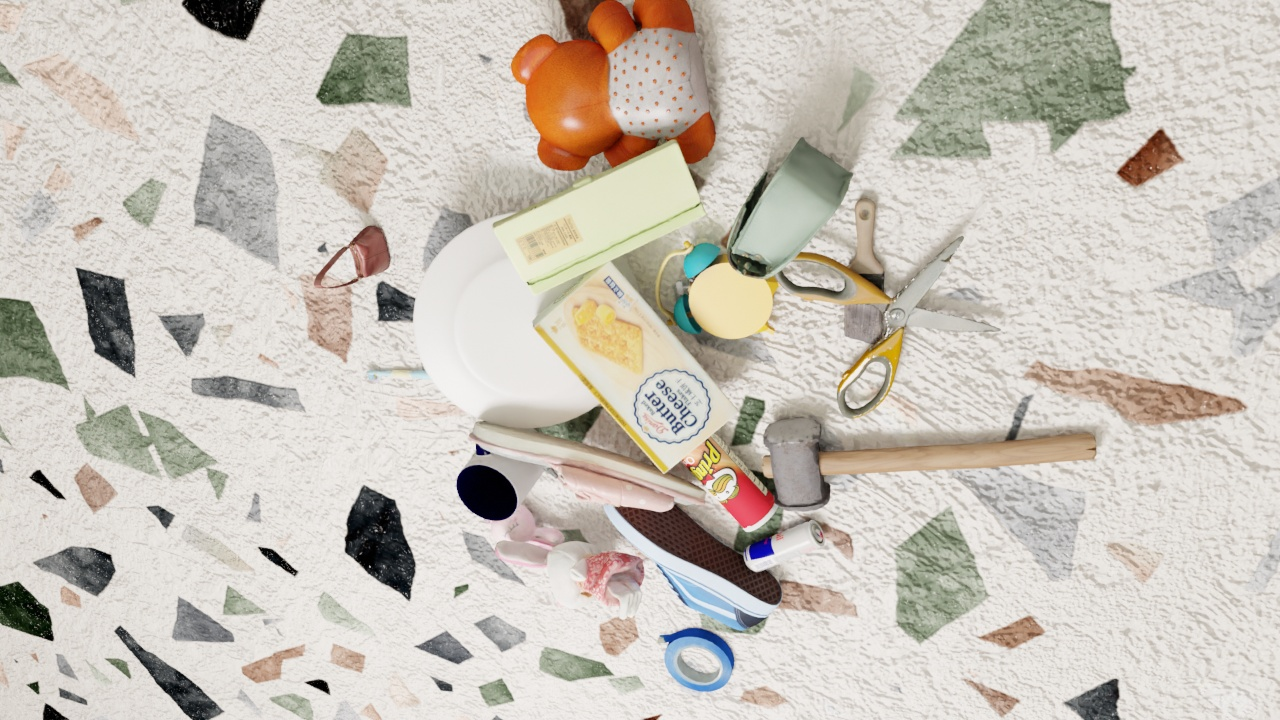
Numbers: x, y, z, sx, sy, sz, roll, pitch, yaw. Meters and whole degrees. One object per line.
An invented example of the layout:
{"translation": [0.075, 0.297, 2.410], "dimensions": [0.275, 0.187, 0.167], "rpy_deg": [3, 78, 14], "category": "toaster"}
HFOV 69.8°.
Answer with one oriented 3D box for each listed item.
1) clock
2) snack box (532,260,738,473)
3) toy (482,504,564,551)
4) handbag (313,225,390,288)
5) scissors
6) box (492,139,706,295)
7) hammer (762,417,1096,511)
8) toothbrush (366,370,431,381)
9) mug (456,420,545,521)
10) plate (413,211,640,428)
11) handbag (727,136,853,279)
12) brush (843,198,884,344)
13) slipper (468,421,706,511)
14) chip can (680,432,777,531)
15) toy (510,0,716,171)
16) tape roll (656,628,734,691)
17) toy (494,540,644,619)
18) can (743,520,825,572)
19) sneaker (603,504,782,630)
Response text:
{"translation": [0.079, -0.068, 0.934], "dimensions": [0.130, 0.043, 0.099], "rpy_deg": [13, 121, 5], "category": "clock"}
{"translation": [-0.006, 0.005, 0.942], "dimensions": [0.104, 0.057, 0.208], "rpy_deg": [-40, 101, 4], "category": "snack box"}
{"translation": [-0.151, 0.217, 1.165], "dimensions": [0.110, 0.047, 0.064], "rpy_deg": [24, 134, 1], "category": "toy"}
{"translation": [-0.321, -0.105, 1.011], "dimensions": [0.029, 0.119, 0.055], "rpy_deg": [2, 117, 19], "category": "handbag"}
{"translation": [0.224, -0.042, 0.894], "dimensions": [0.230, 0.016, 0.226], "rpy_deg": [28, 123, 0], "category": "scissors"}
{"translation": [-0.033, -0.126, 0.869], "dimensions": [0.188, 0.127, 0.066], "rpy_deg": [-24, 70, 4], "category": "box"}
{"translation": [0.289, 0.101, 0.949], "dimensions": [0.329, 0.052, 0.098], "rpy_deg": [-5, 115, 19], "category": "hammer"}
{"translation": [-0.266, 0.019, 1.119], "dimensions": [0.155, 0.016, 0.022], "rpy_deg": [0, 149, 20], "category": "toothbrush"}
{"translation": [-0.165, 0.116, 1.086], "dimensions": [0.079, 0.096, 0.112], "rpy_deg": [-2, 116, 21], "category": "mug"}
{"translation": [-0.115, -0.036, 0.967], "dimensions": [0.242, 0.016, 0.243], "rpy_deg": [-4, 112, -10], "category": "plate"}
{"translation": [0.130, -0.138, 0.829], "dimensions": [0.067, 0.121, 0.106], "rpy_deg": [37, 123, -2], "category": "handbag"}
{"translation": [0.218, -0.084, 0.891], "dimensions": [0.039, 0.012, 0.151], "rpy_deg": [4, 119, 17], "category": "brush"}
{"translation": [-0.060, 0.126, 1.022], "dimensions": [0.274, 0.114, 0.054], "rpy_deg": [17, 90, -7], "category": "slipper"}
{"translation": [0.064, 0.097, 1.020], "dimensions": [0.052, 0.051, 0.214], "rpy_deg": [-38, 100, 31], "category": "chip can"}
{"translation": [-0.024, -0.249, 0.852], "dimensions": [0.172, 0.092, 0.164], "rpy_deg": [-9, 117, 10], "category": "toy"}
{"translation": [0.076, 0.389, 1.192], "dimensions": [0.091, 0.016, 0.093], "rpy_deg": [-16, 110, 26], "category": "tape roll"}
{"translation": [-0.066, 0.261, 1.102], "dimensions": [0.195, 0.084, 0.159], "rpy_deg": [5, 156, 44], "category": "toy"}
{"translation": [0.165, 0.215, 1.058], "dimensions": [0.095, 0.032, 0.032], "rpy_deg": [-30, 104, 30], "category": "can"}
{"translation": [0.044, 0.247, 1.090], "dimensions": [0.241, 0.083, 0.098], "rpy_deg": [35, 122, -3], "category": "sneaker"}
